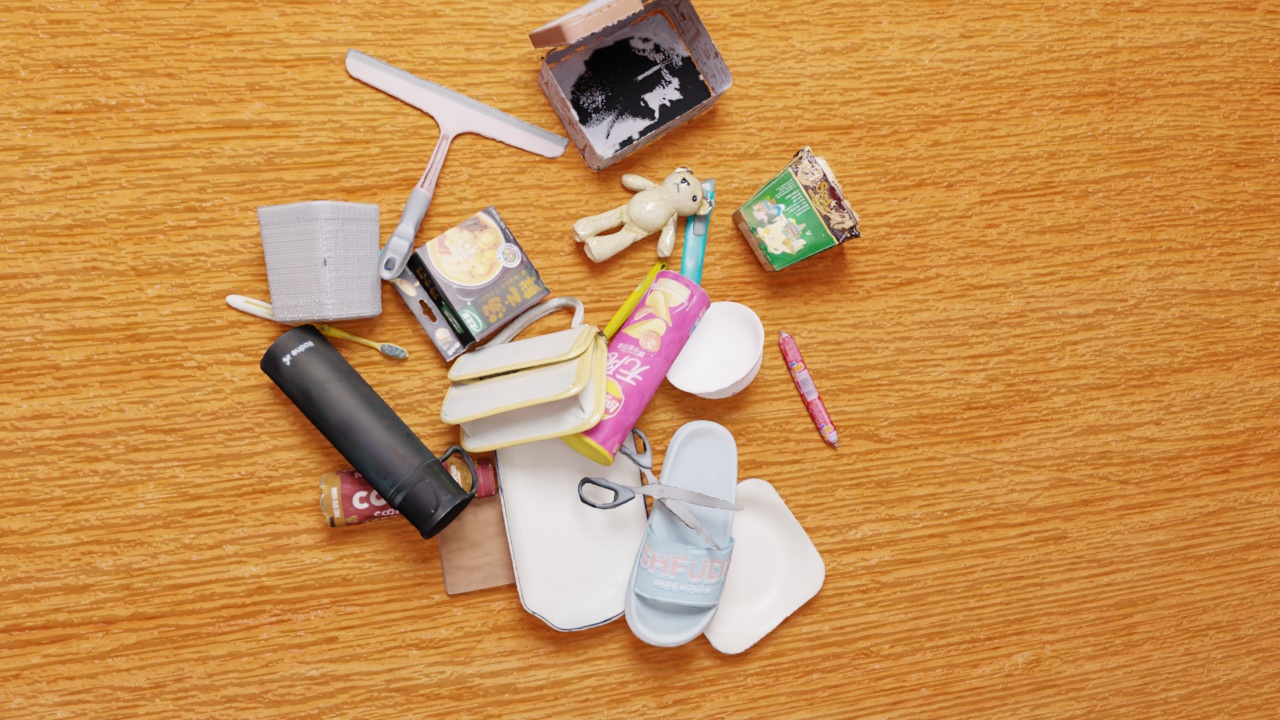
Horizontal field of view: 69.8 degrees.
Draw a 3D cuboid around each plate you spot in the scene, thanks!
[{"bbox_3d":[0.113,0.231,1.047,0.163,0.034,0.164,-35,97,-9],"label":"plate"},{"bbox_3d":[-0.074,0.156,0.995,0.161,0.034,0.265,-12,93,-24],"label":"plate"}]

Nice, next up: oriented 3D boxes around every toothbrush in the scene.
[{"bbox_3d":[-0.336,-0.035,0.957,0.191,0.018,0.016,19,85,-11],"label":"toothbrush"},{"bbox_3d":[-0.026,-0.041,1.000,0.015,0.017,0.189,43,69,-13],"label":"toothbrush"}]

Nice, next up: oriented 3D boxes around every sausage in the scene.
[{"bbox_3d":[0.195,0.034,1.068,0.020,0.020,0.156,-27,96,-10],"label":"sausage"}]

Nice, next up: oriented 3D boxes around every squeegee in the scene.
[{"bbox_3d":[-0.222,-0.176,0.939,0.247,0.040,0.249,21,58,-13],"label":"squeegee"}]

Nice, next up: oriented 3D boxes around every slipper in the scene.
[{"bbox_3d":[0.055,0.185,0.979,0.104,0.074,0.245,13,82,-8],"label":"slipper"}]

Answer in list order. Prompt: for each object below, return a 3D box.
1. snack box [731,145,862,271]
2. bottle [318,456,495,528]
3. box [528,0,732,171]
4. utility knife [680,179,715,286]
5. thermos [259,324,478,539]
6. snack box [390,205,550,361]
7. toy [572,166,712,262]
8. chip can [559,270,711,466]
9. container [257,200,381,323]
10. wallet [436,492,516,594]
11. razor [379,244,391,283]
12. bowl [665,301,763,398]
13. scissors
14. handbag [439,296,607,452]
[{"bbox_3d":[0.167,-0.159,1.021,0.105,0.117,0.118,-31,94,2],"label":"snack box"},{"bbox_3d":[-0.241,0.134,0.960,0.174,0.057,0.057,-7,92,-11],"label":"bottle"},{"bbox_3d":[0.001,-0.316,0.933,0.183,0.193,0.156,-33,97,-10],"label":"box"},{"bbox_3d":[0.063,-0.130,1.040,0.029,0.013,0.157,8,90,-3],"label":"utility knife"},{"bbox_3d":[-0.265,0.065,0.919,0.242,0.069,0.089,44,57,7],"label":"thermos"},{"bbox_3d":[-0.178,-0.081,0.963,0.125,0.053,0.113,-38,98,-28],"label":"snack box"},{"bbox_3d":[0.000,-0.160,1.001,0.157,0.066,0.105,-28,78,-13],"label":"toy"},{"bbox_3d":[-0.006,0.006,0.973,0.071,0.071,0.210,36,73,-10],"label":"chip can"},{"bbox_3d":[-0.315,-0.097,0.915,0.090,0.090,0.114,-1,96,25],"label":"container"},{"bbox_3d":[-0.162,0.196,0.998,0.115,0.020,0.101,-10,92,-9],"label":"wallet"},{"bbox_3d":[-0.221,-0.069,0.979,0.142,0.022,0.042,39,71,-14],"label":"razor"},{"bbox_3d":[0.090,0.001,1.016,0.118,0.118,0.065,-48,138,-7],"label":"bowl"},{"bbox_3d":[0.015,0.134,0.960,0.175,0.014,0.159,-14,66,2],"label":"scissors"},{"bbox_3d":[-0.117,-0.001,0.949,0.163,0.178,0.063,-12,136,15],"label":"handbag"}]
